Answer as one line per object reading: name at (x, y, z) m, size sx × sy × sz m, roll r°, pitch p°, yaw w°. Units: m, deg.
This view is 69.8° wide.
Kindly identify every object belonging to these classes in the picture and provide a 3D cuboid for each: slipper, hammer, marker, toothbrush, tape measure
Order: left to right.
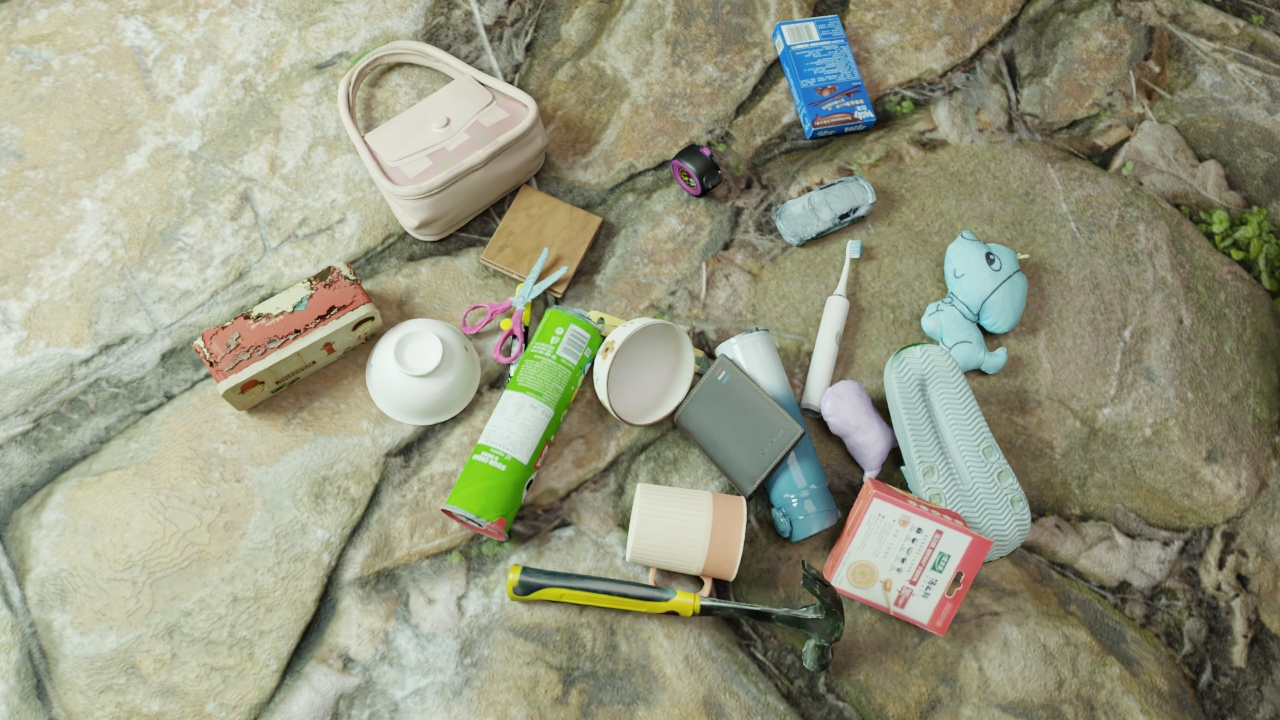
marker at (-0.129, -0.023, 0.984) m, size 0.018 × 0.015 × 0.124 m, roll 3°, pitch 74°, yaw -1°
hammer at (0.033, 0.229, 0.878) m, size 0.323 × 0.126 × 0.031 m, roll 7°, pitch 35°, yaw 2°
tape measure at (0.065, -0.219, 1.051) m, size 0.039 × 0.057 × 0.058 m, roll -41°, pitch 96°, yaw -15°
toothbrush at (0.215, -0.041, 1.025) m, size 0.026 × 0.027 × 0.220 m, roll 7°, pitch 67°, yaw 27°
slipper at (0.319, 0.098, 0.961) m, size 0.104 × 0.074 × 0.245 m, roll -23°, pitch 92°, yaw -5°

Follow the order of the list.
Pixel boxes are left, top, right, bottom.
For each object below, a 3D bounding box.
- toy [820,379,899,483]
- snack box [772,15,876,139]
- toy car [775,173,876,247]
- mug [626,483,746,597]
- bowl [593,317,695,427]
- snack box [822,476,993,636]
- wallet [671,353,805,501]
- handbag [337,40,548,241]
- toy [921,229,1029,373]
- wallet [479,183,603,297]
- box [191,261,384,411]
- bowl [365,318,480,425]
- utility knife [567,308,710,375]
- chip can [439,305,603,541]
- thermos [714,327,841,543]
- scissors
toy at (0.236, 0.067, 0.977) m, size 0.083 × 0.039 × 0.108 m, roll -44°, pitch 98°, yaw -21°
snack box at (0.225, -0.351, 1.131) m, size 0.084 × 0.026 × 0.157 m, roll -11°, pitch 73°, yaw -10°
toy car at (0.215, -0.176, 1.067) m, size 0.120 × 0.037 × 0.054 m, roll -25°, pitch 76°, yaw -11°
mug at (0.041, 0.182, 0.905) m, size 0.106 × 0.081 × 0.114 m, roll 9°, pitch 100°, yaw -2°
bowl at (-0.006, 0.006, 0.952) m, size 0.113 × 0.113 × 0.062 m, roll -42°, pitch 40°, yaw -18°
snack box at (0.263, 0.194, 0.913) m, size 0.127 × 0.044 × 0.113 m, roll 23°, pitch 103°, yaw 1°
wallet at (0.098, 0.067, 0.935) m, size 0.122 × 0.020 × 0.096 m, roll 46°, pitch 112°, yaw 27°
handbag at (-0.237, -0.268, 1.026) m, size 0.193 × 0.093 × 0.234 m, roll -37°, pitch 72°, yaw -18°
toy at (0.385, -0.069, 1.043) m, size 0.156 × 0.050 × 0.161 m, roll -26°, pitch 81°, yaw -12°
wallet at (-0.108, -0.133, 1.014) m, size 0.101 × 0.020 × 0.115 m, roll 23°, pitch 62°, yaw 2°
box at (-0.352, -0.031, 0.917) m, size 0.168 × 0.091 × 0.079 m, roll -32°, pitch 81°, yaw -16°
bowl at (-0.225, 0.002, 0.936) m, size 0.118 × 0.065 × 0.118 m, roll 2°, pitch 71°, yaw -6°
utility knife at (-0.002, -0.022, 1.001) m, size 0.173 × 0.019 × 0.030 m, roll 19°, pitch 64°, yaw 4°
chip can at (-0.115, 0.061, 0.925) m, size 0.072 × 0.072 × 0.235 m, roll 25°, pitch 70°, yaw 2°
thermos at (0.141, 0.078, 0.954) m, size 0.070 × 0.070 × 0.220 m, roll -15°, pitch 73°, yaw -12°
scissors at (-0.137, -0.067, 0.977) m, size 0.096 × 0.017 × 0.137 m, roll 25°, pitch 83°, yaw 11°
